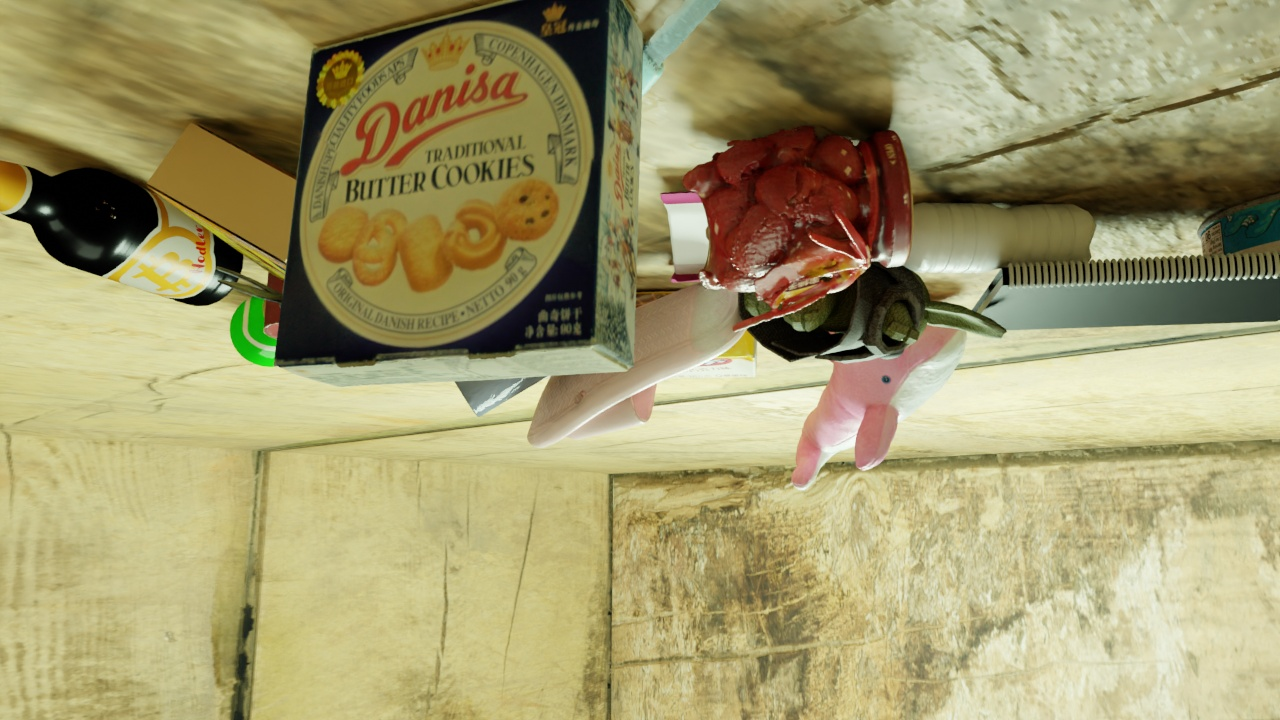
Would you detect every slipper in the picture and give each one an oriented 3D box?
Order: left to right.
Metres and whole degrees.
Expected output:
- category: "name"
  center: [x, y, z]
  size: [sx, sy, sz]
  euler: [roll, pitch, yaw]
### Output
- category: "slipper"
  center: [-0.004, 0.004, 0.718]
  size: [0.222, 0.106, 0.055]
  euler: [-29, 121, 30]

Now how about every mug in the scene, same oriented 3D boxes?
- category: "mug"
  center: [-0.102, -0.026, 0.686]
  size: [0.104, 0.083, 0.124]
  euler: [-29, 154, -7]

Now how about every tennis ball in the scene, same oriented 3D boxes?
- category: "tennis ball"
  center: [-0.327, -0.027, 0.809]
  size: [0.065, 0.065, 0.065]
  euler: [0, 170, 0]

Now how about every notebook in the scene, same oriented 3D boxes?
- category: "notebook"
  center: [0.331, -0.042, 0.595]
  size: [0.207, 0.016, 0.149]
  euler: [-2, 170, 12]

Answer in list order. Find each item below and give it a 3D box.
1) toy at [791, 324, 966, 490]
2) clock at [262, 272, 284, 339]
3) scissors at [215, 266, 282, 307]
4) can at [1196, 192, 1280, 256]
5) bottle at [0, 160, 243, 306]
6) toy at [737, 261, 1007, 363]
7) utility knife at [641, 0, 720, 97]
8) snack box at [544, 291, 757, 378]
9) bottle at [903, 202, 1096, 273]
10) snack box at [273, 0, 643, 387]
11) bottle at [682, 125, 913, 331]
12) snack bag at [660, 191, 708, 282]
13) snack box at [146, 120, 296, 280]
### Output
- category: "toy"
  center: [0.211, 0.016, 0.902]
  size: [0.128, 0.186, 0.266]
  euler: [36, 144, 5]
- category: "clock"
  center: [-0.230, -0.038, 0.702]
  size: [0.117, 0.081, 0.159]
  euler: [6, 168, -29]
- category: "scissors"
  center: [-0.192, -0.025, 0.595]
  size: [0.155, 0.019, 0.124]
  euler: [29, -172, 4]
- category: "can"
  center: [0.438, -0.073, 0.593]
  size: [0.130, 0.044, 0.130]
  euler: [0, 170, 0]
- category: "bottle"
  center: [-0.316, -0.080, 0.535]
  size: [0.059, 0.059, 0.181]
  euler: [-3, 169, 15]
- category: "toy"
  center: [0.137, -0.038, 0.625]
  size: [0.152, 0.078, 0.179]
  euler: [2, -165, -45]
- category: "utility knife"
  center: [-0.004, -0.126, 0.407]
  size: [0.022, 0.015, 0.166]
  euler: [38, 156, -14]
- category: "snack box"
  center: [-0.009, -0.022, 0.839]
  size: [0.230, 0.061, 0.110]
  euler: [0, 169, 7]
- category: "bottle"
  center: [0.211, -0.077, 0.578]
  size: [0.136, 0.044, 0.044]
  euler: [0, 170, -1]
- category: "snack box"
  center: [-0.072, -0.066, 0.369]
  size: [0.145, 0.145, 0.042]
  euler: [-4, 167, 23]
- category: "bottle"
  center: [0.079, -0.072, 0.474]
  size: [0.111, 0.099, 0.099]
  euler: [-5, 169, 5]
- category: "snack bag"
  center: [0.052, -0.082, 0.631]
  size: [0.070, 0.016, 0.196]
  euler: [-3, 170, 4]
- category: "snack box"
  center: [-0.195, -0.069, 0.515]
  size: [0.088, 0.040, 0.126]
  euler: [29, 170, 11]
